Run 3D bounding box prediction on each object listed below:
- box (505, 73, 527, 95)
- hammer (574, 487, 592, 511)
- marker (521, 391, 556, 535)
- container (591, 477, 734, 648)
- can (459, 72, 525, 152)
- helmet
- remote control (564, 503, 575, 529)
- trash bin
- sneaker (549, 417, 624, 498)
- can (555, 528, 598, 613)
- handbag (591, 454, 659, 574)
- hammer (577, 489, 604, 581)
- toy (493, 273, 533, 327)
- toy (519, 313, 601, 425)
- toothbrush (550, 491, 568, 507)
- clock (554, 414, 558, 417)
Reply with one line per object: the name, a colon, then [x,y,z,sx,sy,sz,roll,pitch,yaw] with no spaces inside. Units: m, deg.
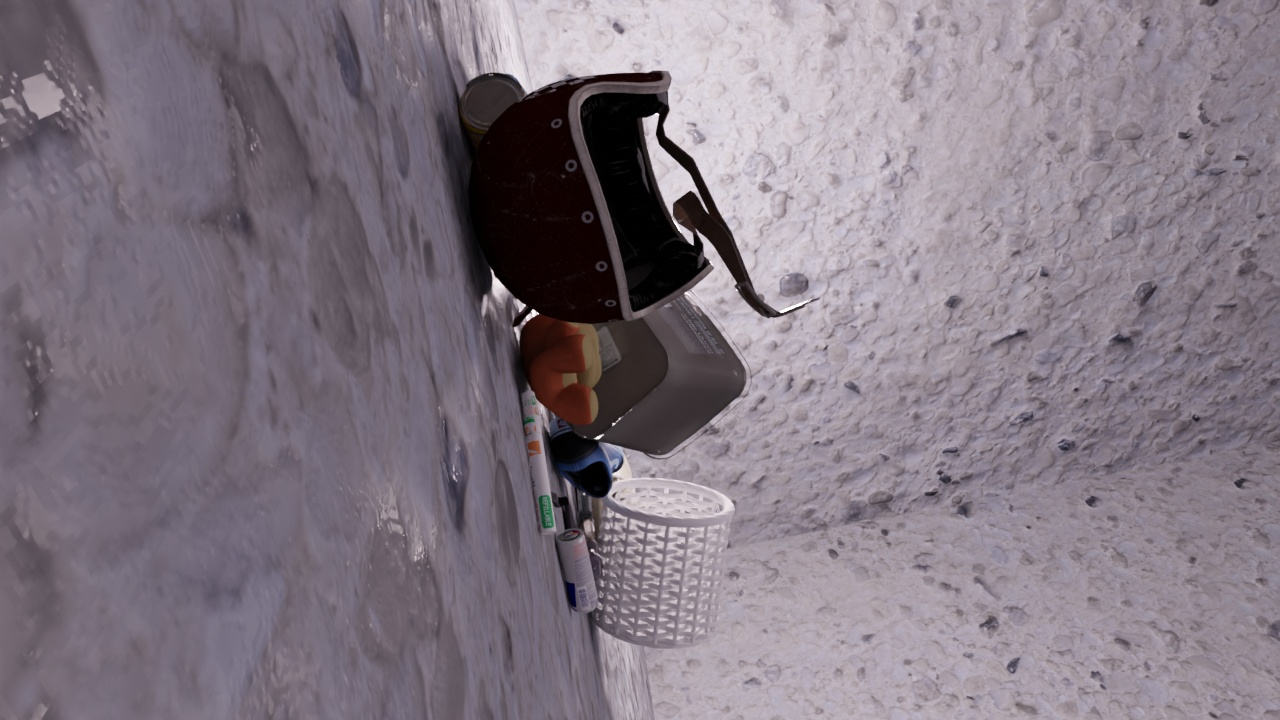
box: [-0.115,-0.245,1.099,0.210,0.064,0.069,57,-2,-21]
hammer: [-0.113,0.087,1.444,0.111,0.028,0.300,82,-3,-81]
marker: [-0.102,0.100,0.914,0.017,0.017,0.145,82,-3,-70]
container: [0.029,0.284,1.315,0.189,0.189,0.187,-108,-156,-80]
can: [-0.140,-0.232,0.928,0.105,0.067,0.067,82,-3,-70]
helmet: [-0.024,-0.141,0.836,0.234,0.253,0.233,-133,-156,-60]
remote control: [-0.086,0.237,1.164,0.046,0.009,0.124,81,-3,-49]
trash bin: [-0.007,0.007,1.160,0.197,0.198,0.219,55,17,19]
sneaker: [-0.070,0.150,1.254,0.241,0.083,0.098,61,15,-69]
can: [-0.071,0.238,1.035,0.032,0.032,0.095,-104,-176,-72]
handbag: [-0.028,0.220,1.494,0.229,0.132,0.184,-116,-158,-62]
hammer: [-0.067,0.246,1.213,0.317,0.028,0.147,173,-86,-85]
toy: [-0.109,-0.148,1.005,0.131,0.105,0.205,86,-5,-57]
toy: [-0.089,-0.002,0.998,0.176,0.096,0.112,37,-42,57]
toothbrush: [-0.098,0.155,1.033,0.167,0.013,0.013,74,5,-78]
clock: [-0.089,0.072,1.377,0.122,0.045,0.159,-60,139,-66]
